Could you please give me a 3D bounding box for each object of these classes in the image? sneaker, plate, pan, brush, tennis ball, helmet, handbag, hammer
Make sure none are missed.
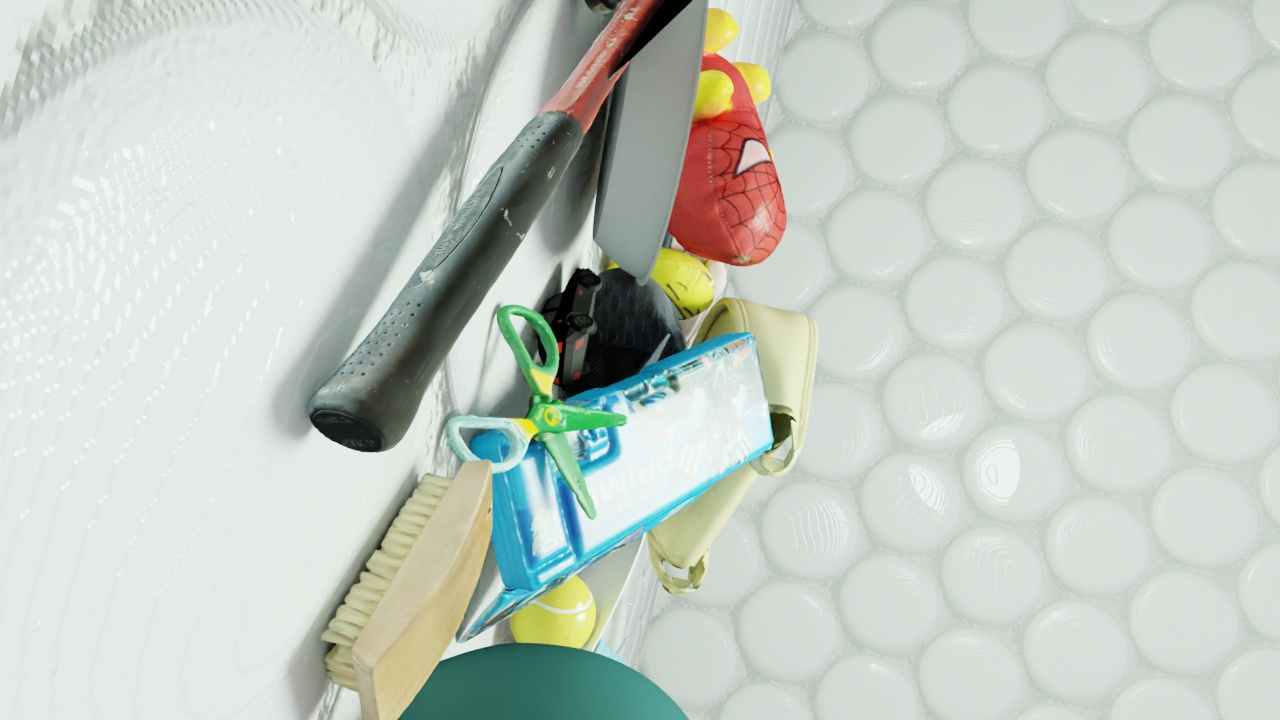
[{"bbox_3d":[-0.004,0.005,0.758,0.150,0.097,0.253,-77,176,-47],"label":"sneaker"},{"bbox_3d":[-0.064,0.227,0.798,0.229,0.030,0.229,-60,-178,4],"label":"plate"},{"bbox_3d":[-0.002,-0.143,0.651,0.357,0.051,0.200,157,-58,-82],"label":"pan"},{"bbox_3d":[-0.097,0.096,0.399,0.116,0.039,0.049,-69,170,-50],"label":"brush"},{"bbox_3d":[-0.066,0.190,0.688,0.065,0.065,0.065,14,88,-82],"label":"tennis ball"},{"bbox_3d":[-0.050,0.275,0.431,0.177,0.200,0.274,94,12,-49],"label":"helmet"},{"bbox_3d":[0.066,0.069,0.794,0.190,0.088,0.233,-83,-165,-50],"label":"handbag"},{"bbox_3d":[-0.028,-0.098,0.382,0.036,0.141,0.325,54,48,-35],"label":"hammer"}]

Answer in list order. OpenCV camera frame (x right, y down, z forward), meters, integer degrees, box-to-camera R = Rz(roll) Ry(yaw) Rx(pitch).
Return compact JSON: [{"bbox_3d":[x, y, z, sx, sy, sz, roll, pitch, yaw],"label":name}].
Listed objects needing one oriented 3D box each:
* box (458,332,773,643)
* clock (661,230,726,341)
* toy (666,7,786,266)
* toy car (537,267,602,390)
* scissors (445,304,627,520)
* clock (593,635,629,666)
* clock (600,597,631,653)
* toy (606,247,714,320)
[{"bbox_3d":[-0.003,0.086,0.597,0.242,0.070,0.171,-22,132,-46],"label":"box"},{"bbox_3d":[0.039,-0.079,0.865,0.158,0.059,0.116,123,-16,-44],"label":"clock"},{"bbox_3d":[0.066,-0.175,0.765,0.147,0.099,0.216,27,54,-50],"label":"toy"},{"bbox_3d":[-0.046,-0.024,0.589,0.091,0.036,0.042,-84,-178,-50],"label":"toy car"},{"bbox_3d":[-0.054,0.032,0.488,0.129,0.011,0.125,-30,98,-47],"label":"scissors"},{"bbox_3d":[-0.050,0.275,0.729,0.088,0.042,0.122,-58,178,41],"label":"clock"},{"bbox_3d":[-0.055,0.311,0.939,0.120,0.061,0.159,114,-9,-66],"label":"clock"},{"bbox_3d":[0.016,-0.064,0.769,0.095,0.094,0.041,48,47,-52],"label":"toy"}]
